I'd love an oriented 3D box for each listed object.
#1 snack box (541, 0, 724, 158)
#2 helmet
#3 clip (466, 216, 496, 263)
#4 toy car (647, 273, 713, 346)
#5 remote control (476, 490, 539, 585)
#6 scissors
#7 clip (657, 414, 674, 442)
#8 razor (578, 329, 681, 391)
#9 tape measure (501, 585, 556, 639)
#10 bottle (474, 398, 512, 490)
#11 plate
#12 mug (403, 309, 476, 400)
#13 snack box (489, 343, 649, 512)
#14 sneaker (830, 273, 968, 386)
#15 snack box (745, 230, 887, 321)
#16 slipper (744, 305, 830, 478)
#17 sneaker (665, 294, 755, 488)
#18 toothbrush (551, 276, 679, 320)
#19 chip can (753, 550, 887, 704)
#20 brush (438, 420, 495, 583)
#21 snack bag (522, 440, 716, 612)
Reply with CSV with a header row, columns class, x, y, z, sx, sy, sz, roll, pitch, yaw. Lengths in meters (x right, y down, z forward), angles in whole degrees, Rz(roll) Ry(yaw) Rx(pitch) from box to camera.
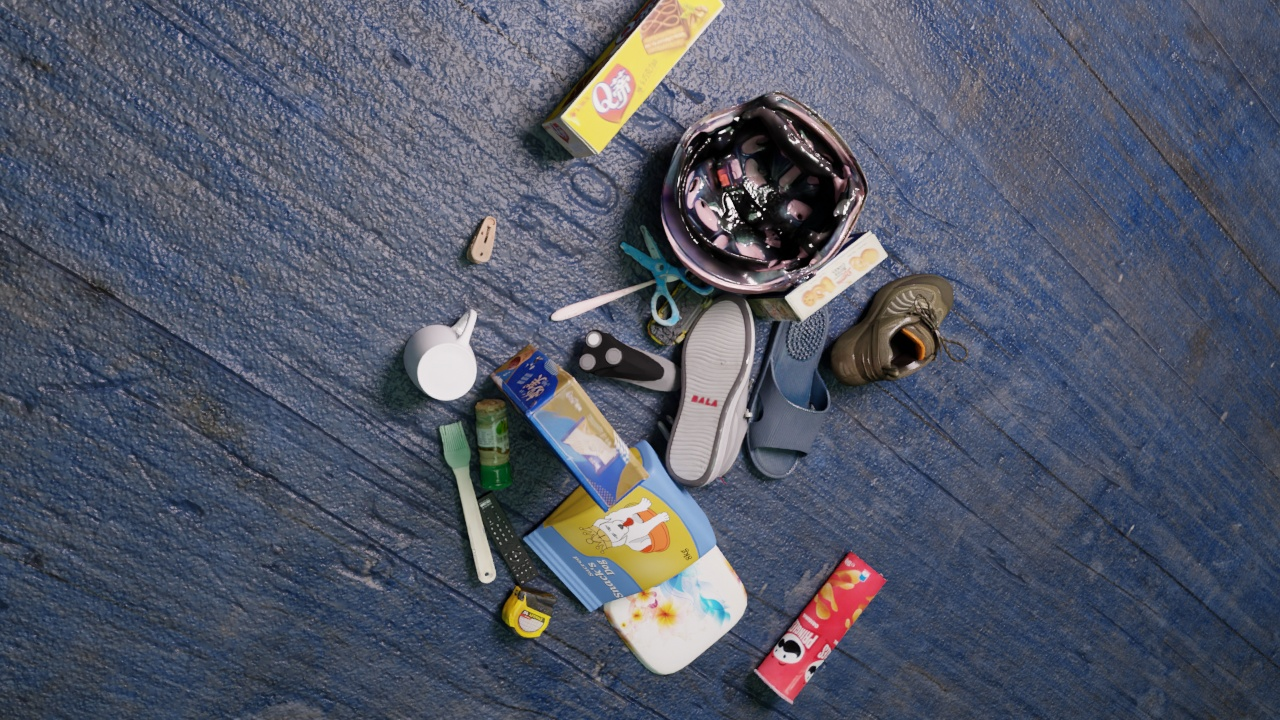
class,x,y,z,sx,sy,sz,roll,pitch,yaw
snack box,-0.012,-0.345,1.081,0.061,0.110,0.230,41,86,-20
helmet,0.137,-0.191,1.137,0.230,0.153,0.255,43,78,2
clip,-0.192,-0.144,1.111,0.024,0.040,0.060,23,70,-24
toy car,0.054,-0.067,1.209,0.049,0.030,0.107,41,84,-12
remote control,-0.177,0.235,1.205,0.030,0.009,0.140,-30,110,-12
scissors,0.038,-0.120,1.185,0.114,0.013,0.140,-23,90,-8
clip,0.044,0.113,1.252,0.049,0.023,0.078,-49,115,-5
razor,-0.007,0.007,1.195,0.156,0.060,0.057,20,82,-42
tape measure,-0.152,0.335,1.221,0.065,0.037,0.064,24,87,-37
bottle,-0.185,0.105,1.157,0.043,0.043,0.111,-7,103,-19
plate,0.056,0.349,1.312,0.186,0.016,0.187,-37,112,-9
mug,-0.227,-0.009,1.089,0.081,0.088,0.114,34,89,-23
snack box,-0.090,0.075,1.096,0.069,0.203,0.155,-40,112,-9
sneaker,0.381,-0.049,1.259,0.237,0.143,0.101,-39,112,-25
snack box,0.225,-0.108,1.199,0.144,0.145,0.042,-37,102,-8
slipper,0.214,0.042,1.267,0.101,0.082,0.264,8,99,-19
sneaker,0.112,0.045,1.229,0.128,0.097,0.263,26,73,-61
toothbrush,-0.031,-0.084,1.183,0.181,0.018,0.016,-20,107,-14
chip can,0.270,0.397,1.371,0.073,0.073,0.233,42,85,-23
brush,-0.218,0.183,1.169,0.033,0.012,0.218,-14,101,-14
snack bag,-0.028,0.230,1.218,0.205,0.102,0.159,-35,112,6
